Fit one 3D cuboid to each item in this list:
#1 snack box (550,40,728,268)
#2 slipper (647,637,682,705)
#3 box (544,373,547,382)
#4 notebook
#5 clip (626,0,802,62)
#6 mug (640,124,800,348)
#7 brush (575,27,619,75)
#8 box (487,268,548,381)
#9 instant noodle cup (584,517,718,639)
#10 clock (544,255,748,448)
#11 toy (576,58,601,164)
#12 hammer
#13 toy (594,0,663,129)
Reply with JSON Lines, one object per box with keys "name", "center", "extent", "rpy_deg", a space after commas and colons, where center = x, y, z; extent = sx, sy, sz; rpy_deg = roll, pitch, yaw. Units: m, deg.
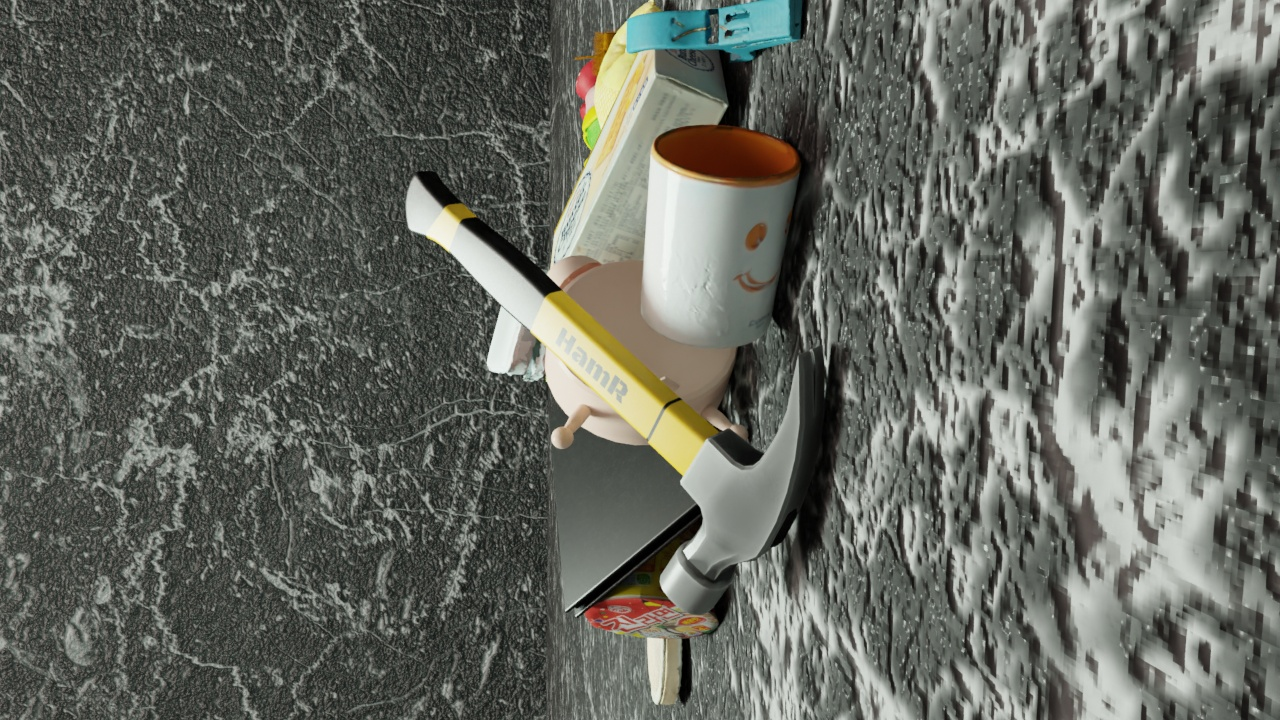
{"name": "snack box", "center": [-0.008, -0.141, 0.703], "extent": [0.104, 0.057, 0.208], "rpy_deg": [-91, 25, -49]}
{"name": "slipper", "center": [0.005, 0.190, 0.878], "extent": [0.115, 0.054, 0.272], "rpy_deg": [108, 159, -49]}
{"name": "box", "center": [-0.042, -0.032, 0.940], "extent": [0.221, 0.124, 0.079], "rpy_deg": [-139, 52, -76]}
{"name": "notebook", "center": [-0.006, 0.066, 0.728], "extent": [0.169, 0.019, 0.231], "rpy_deg": [-43, 30, 19]}
{"name": "clip", "center": [0.054, -0.200, 0.565], "extent": [0.118, 0.120, 0.033], "rpy_deg": [-16, -70, -65]}
{"name": "mug", "center": [0.043, -0.072, 0.529], "extent": [0.082, 0.082, 0.105], "rpy_deg": [-103, 15, -55]}
{"name": "brush", "center": [-0.032, -0.319, 0.954], "extent": [0.126, 0.017, 0.048], "rpy_deg": [-30, -49, -51]}
{"name": "box", "center": [-0.114, -0.029, 0.862], "extent": [0.214, 0.063, 0.118], "rpy_deg": [-177, 92, -81]}
{"name": "instant noodle cup", "center": [0.014, 0.148, 0.715], "extent": [0.101, 0.100, 0.112], "rpy_deg": [105, 174, -58]}
{"name": "clock", "center": [0.001, -0.016, 0.635], "extent": [0.086, 0.131, 0.160], "rpy_deg": [99, 167, -45]}
{"name": "toy", "center": [-0.037, -0.253, 1.029], "extent": [0.124, 0.096, 0.131], "rpy_deg": [92, 154, -57]}
{"name": "hammer", "center": [-0.033, -0.014, 0.538], "extent": [0.324, 0.034, 0.170], "rpy_deg": [42, 123, 21]}
{"name": "toy", "center": [-0.001, -0.260, 0.878], "extent": [0.170, 0.064, 0.155], "rpy_deg": [-118, 40, -57]}
